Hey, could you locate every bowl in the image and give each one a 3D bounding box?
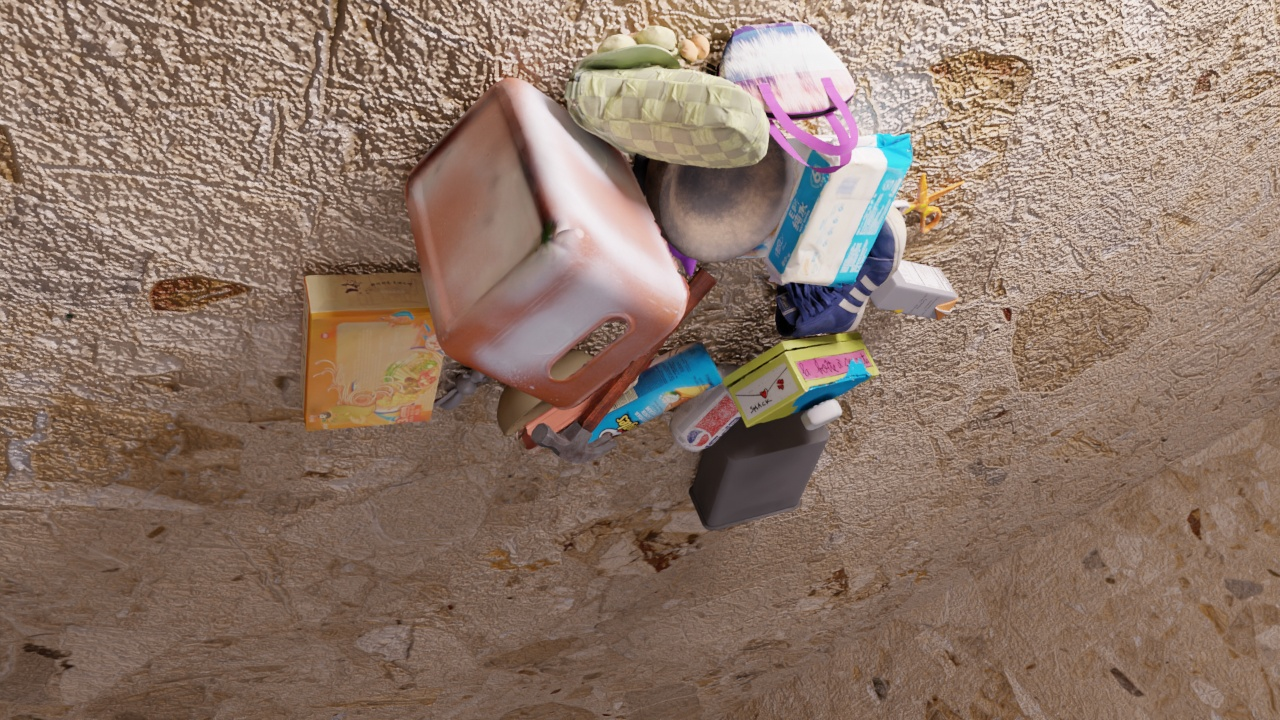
[{"bbox_3d":[-0.126,0.032,1.180,0.152,0.050,0.152,-36,174,-5],"label":"bowl"},{"bbox_3d":[0.076,-0.189,0.966,0.162,0.070,0.162,-13,123,-21],"label":"bowl"}]

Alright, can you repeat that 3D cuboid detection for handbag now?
[{"bbox_3d":[0.149,-0.245,0.877,0.144,0.169,0.068,-11,145,-17],"label":"handbag"},{"bbox_3d":[0.029,-0.243,0.837,0.186,0.117,0.113,12,-177,19],"label":"handbag"}]

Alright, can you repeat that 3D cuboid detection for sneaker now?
[{"bbox_3d":[0.246,-0.109,1.202,0.118,0.091,0.234,-10,153,-14],"label":"sneaker"}]

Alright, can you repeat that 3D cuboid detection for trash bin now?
[{"bbox_3d":[0.198,0.178,1.560,0.191,0.097,0.220,-11,143,-16],"label":"trash bin"},{"bbox_3d":[-0.098,-0.110,0.844,0.182,0.259,0.157,-38,142,22],"label":"trash bin"}]

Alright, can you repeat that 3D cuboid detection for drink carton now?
[{"bbox_3d":[0.380,-0.102,1.296,0.124,0.076,0.049,7,137,-30],"label":"drink carton"}]

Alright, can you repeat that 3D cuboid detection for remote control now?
[{"bbox_3d":[0.269,0.081,1.362,0.060,0.028,0.114,-26,169,8],"label":"remote control"}]

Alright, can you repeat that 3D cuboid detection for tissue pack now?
[{"bbox_3d":[0.230,-0.175,1.071,0.116,0.066,0.210,-3,133,-27],"label":"tissue pack"}]

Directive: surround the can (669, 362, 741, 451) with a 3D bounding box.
[{"bbox_3d":[0.109,0.071,1.375,0.078,0.078,0.136,10,135,-39],"label":"can"}]

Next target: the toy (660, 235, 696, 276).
[{"bbox_3d":[0.057,-0.146,1.063,0.106,0.055,0.088,-1,129,-14],"label":"toy"}]

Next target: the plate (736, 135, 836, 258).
[{"bbox_3d":[0.178,-0.197,1.098,0.186,0.016,0.187,-6,143,-23],"label":"plate"}]

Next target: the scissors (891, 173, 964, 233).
[{"bbox_3d":[0.365,-0.203,1.203,0.130,0.011,0.125,-24,147,1],"label":"scissors"}]

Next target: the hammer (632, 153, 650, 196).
[{"bbox_3d":[-0.075,-0.112,1.064,0.127,0.029,0.325,11,133,-40],"label":"hammer"}]

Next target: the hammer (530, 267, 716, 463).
[{"bbox_3d":[-0.007,0.007,1.169,0.301,0.028,0.111,-51,135,2],"label":"hammer"}]

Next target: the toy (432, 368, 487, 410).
[{"bbox_3d":[-0.223,0.030,1.172,0.112,0.030,0.049,-39,158,14],"label":"toy"}]

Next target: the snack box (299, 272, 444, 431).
[{"bbox_3d":[-0.298,-0.014,1.021,0.145,0.080,0.196,-4,142,-25],"label":"snack box"}]

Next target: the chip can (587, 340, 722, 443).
[{"bbox_3d":[-0.003,0.049,1.281,0.229,0.079,0.080,-27,146,5],"label":"chip can"}]

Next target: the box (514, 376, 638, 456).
[{"bbox_3d":[-0.082,0.062,1.202,0.186,0.058,0.060,-36,122,-16],"label":"box"}]

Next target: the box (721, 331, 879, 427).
[{"bbox_3d":[0.236,0.023,1.324,0.220,0.082,0.125,-12,161,-47],"label":"box"}]
